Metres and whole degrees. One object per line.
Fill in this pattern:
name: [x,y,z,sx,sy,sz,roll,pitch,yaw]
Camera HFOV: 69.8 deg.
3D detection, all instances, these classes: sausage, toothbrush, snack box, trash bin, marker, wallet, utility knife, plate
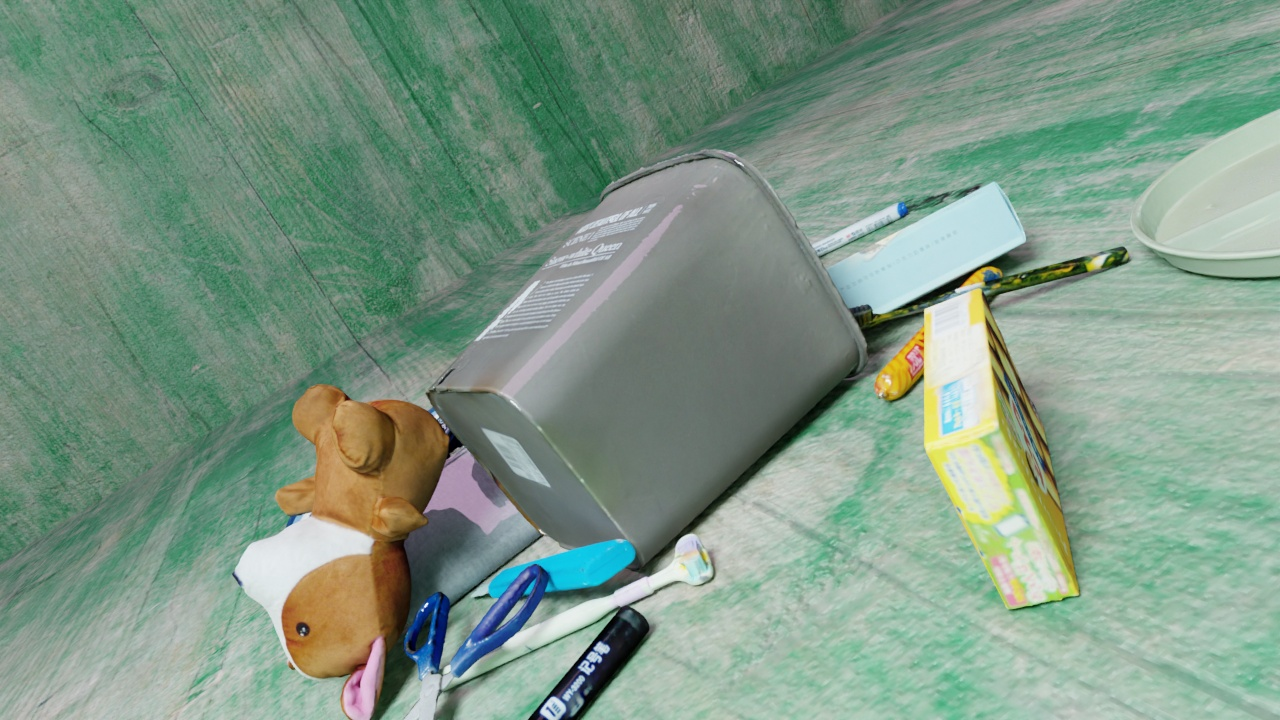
sausage: [0.204,-0.021,0.622,0.164,0.021,0.021,-40,19,-31]
toothbrush: [-0.045,0.153,0.539,0.190,0.020,0.029,-28,58,12]
toothbrush: [0.226,-0.049,0.611,0.186,0.017,0.012,-14,42,12]
snack box: [0.159,0.033,0.416,0.034,0.087,0.140,-22,18,28]
trash bin: [-0.004,0.004,0.630,0.219,0.198,0.199,-44,20,-25]
marker: [0.205,-0.125,0.948,0.146,0.017,0.016,-26,16,16]
snack box: [0.194,-0.068,0.693,0.175,0.051,0.074,-27,-3,10]
wallet: [-0.145,0.128,0.696,0.129,0.037,0.106,-37,56,-20]
utility knife: [-0.067,0.139,0.591,0.034,0.018,0.186,-35,6,-39]
marker: [-0.041,0.177,0.462,0.131,0.020,0.022,-43,-9,-35]
plate: [0.408,-0.111,0.524,0.230,0.027,0.230,-27,16,8]

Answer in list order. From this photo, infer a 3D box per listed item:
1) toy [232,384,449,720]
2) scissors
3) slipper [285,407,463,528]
toy: [-0.197,0.121,0.603,0.130,0.199,0.140,5,3,-33]
scissors: [-0.115,0.181,0.535,0.162,0.012,0.176,-41,22,1]
slipper: [-0.174,0.107,0.785,0.252,0.105,0.095,-39,39,-20]
